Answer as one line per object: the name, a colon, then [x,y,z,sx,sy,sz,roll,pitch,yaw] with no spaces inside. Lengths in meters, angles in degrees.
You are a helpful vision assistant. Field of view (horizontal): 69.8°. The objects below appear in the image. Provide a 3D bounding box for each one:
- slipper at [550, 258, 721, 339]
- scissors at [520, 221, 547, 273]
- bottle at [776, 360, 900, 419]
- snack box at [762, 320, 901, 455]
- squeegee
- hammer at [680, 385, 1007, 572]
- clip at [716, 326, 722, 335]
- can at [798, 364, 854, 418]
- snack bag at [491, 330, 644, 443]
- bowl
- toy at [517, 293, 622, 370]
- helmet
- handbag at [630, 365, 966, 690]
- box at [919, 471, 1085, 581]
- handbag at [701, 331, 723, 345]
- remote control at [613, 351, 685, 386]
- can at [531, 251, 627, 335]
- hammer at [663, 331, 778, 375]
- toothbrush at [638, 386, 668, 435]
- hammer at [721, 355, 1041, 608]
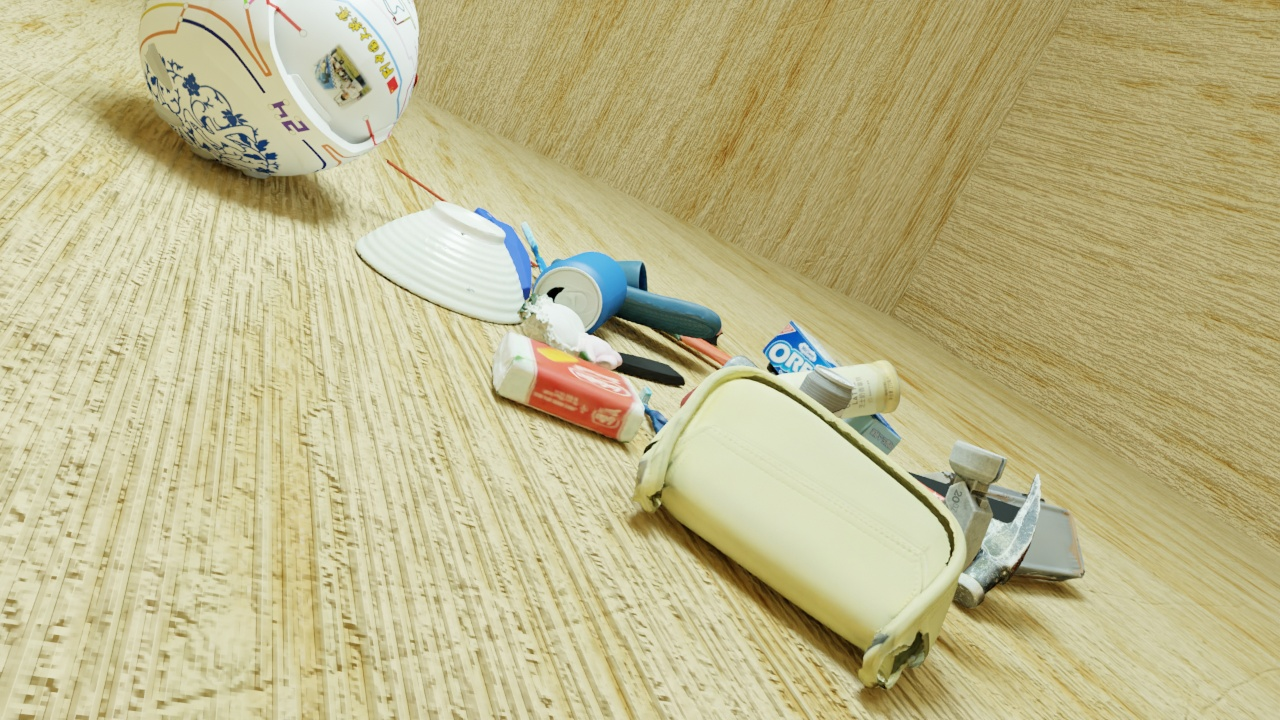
slipper: [-0.004,-0.078,1.083,0.214,0.059,0.104,20,-14,7]
scissors: [-0.115,-0.115,1.062,0.105,0.019,0.131,64,-2,-24]
bottle: [0.184,0.037,0.952,0.162,0.056,0.056,-7,21,-9]
snack box: [0.219,0.037,1.076,0.059,0.059,0.226,33,17,-31]
squeegee: [-0.162,-0.128,1.037,0.249,0.055,0.184,34,16,-46]
hammer: [0.137,0.085,0.753,0.036,0.126,0.316,16,5,-39]
clip: [0.076,-0.051,1.163,0.058,0.022,0.037,25,9,-25]
can: [0.146,0.059,0.811,0.044,0.107,0.044,26,13,-7]
snack bag: [-0.058,0.020,0.718,0.116,0.036,0.077,22,13,-19]
bowl: [-0.179,-0.108,0.895,0.177,0.071,0.177,26,14,-7]
toy: [-0.066,-0.019,0.849,0.109,0.041,0.095,33,14,-4]
helmet: [-0.369,-0.300,0.910,0.315,0.235,0.231,14,-29,35]
handbag: [0.105,0.108,0.620,0.233,0.089,0.190,34,33,26]
box: [0.346,0.170,0.914,0.216,0.096,0.104,16,56,-40]
handbag: [0.074,-0.054,1.311,0.084,0.027,0.178,26,8,-4]
remote control: [-0.006,0.005,0.933,0.124,0.010,0.039,14,18,-43]
can: [-0.062,-0.070,0.962,0.079,0.079,0.146,28,13,2]
hammer: [0.036,-0.045,1.172,0.333,0.033,0.132,33,16,25]
toothbrush: [0.015,0.052,0.783,0.021,0.016,0.132,20,14,-19]
hammer: [0.207,0.082,0.842,0.140,0.036,0.326,-34,51,-28]
